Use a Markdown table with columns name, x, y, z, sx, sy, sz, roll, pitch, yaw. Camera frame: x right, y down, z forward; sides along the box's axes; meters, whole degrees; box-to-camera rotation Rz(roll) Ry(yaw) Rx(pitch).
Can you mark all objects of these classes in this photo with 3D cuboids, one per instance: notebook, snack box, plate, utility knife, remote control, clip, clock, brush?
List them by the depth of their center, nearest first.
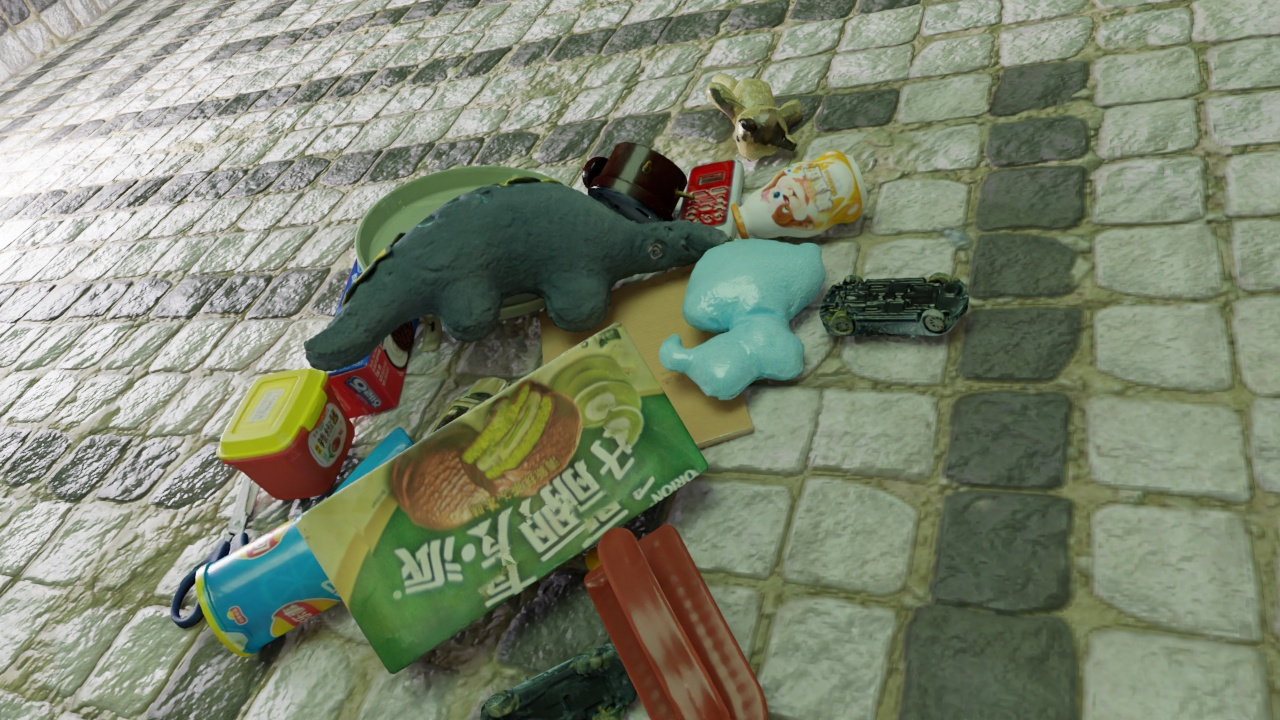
| name | x | y | z | sx | sy | sz | roll | pitch | yaw |
| --- | --- | --- | --- | --- | --- | --- | --- | --- | --- |
| brush | 0.020 | 0.156 | 0.493 | 0.063 | 0.069 | 0.145 | -33 | 48 | 0 |
| snack box | -0.086 | 0.083 | 0.595 | 0.240 | 0.114 | 0.063 | -31 | 2 | -9 |
| utility knife | -0.234 | 0.116 | 0.716 | 0.034 | 0.018 | 0.160 | 16 | 56 | 42 |
| notebook | -0.004 | 0.004 | 0.730 | 0.149 | 0.012 | 0.211 | -18 | 40 | 5 |
| snack box | -0.285 | 0.063 | 0.750 | 0.082 | 0.080 | 0.091 | -8 | 43 | 17 |
| remote control | 0.064 | -0.141 | 0.848 | 0.056 | 0.020 | 0.135 | -6 | 43 | 20 |
| clock | -0.008 | -0.158 | 0.849 | 0.122 | 0.082 | 0.055 | 14 | 75 | 57 |
| snack box | -0.247 | -0.040 | 0.861 | 0.057 | 0.058 | 0.207 | -15 | 41 | 11 |
| plate | -0.151 | -0.113 | 0.867 | 0.230 | 0.028 | 0.229 | 1 | 43 | -1 |
| clip | -0.196 | -0.055 | 0.868 | 0.035 | 0.070 | 0.099 | -11 | 35 | 13 |

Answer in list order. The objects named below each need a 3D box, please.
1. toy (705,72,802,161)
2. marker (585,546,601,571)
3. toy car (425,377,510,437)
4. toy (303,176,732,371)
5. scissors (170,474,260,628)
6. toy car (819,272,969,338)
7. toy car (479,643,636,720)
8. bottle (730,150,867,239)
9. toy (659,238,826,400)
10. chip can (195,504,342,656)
| name | x | y | z | sx | sy | sz | roll | pitch | yaw |
| --- | --- | --- | --- | --- | --- | --- | --- | --- | --- |
| toy | 0.108 | -0.252 | 0.924 | 0.105 | 0.066 | 0.157 | 15 | 31 | -20 |
| marker | 0.010 | 0.149 | 0.562 | 0.124 | 0.015 | 0.018 | 26 | 62 | 40 |
| toy car | -0.134 | 0.046 | 0.730 | 0.042 | 0.035 | 0.090 | 8 | 47 | 31 |
| toy | -0.102 | -0.084 | 0.758 | 0.356 | 0.092 | 0.137 | -14 | 59 | -14 |
| scissors | -0.337 | 0.143 | 0.742 | 0.126 | 0.012 | 0.173 | -35 | 40 | -13 |
| toy car | 0.184 | -0.037 | 0.666 | 0.106 | 0.031 | 0.048 | 0 | 46 | 28 |
| toy car | -0.047 | 0.193 | 0.521 | 0.090 | 0.043 | 0.034 | -26 | 13 | -6 |
| bottle | 0.132 | -0.133 | 0.772 | 0.108 | 0.063 | 0.063 | -20 | 40 | 6 |
| toy | 0.081 | -0.042 | 0.705 | 0.161 | 0.050 | 0.156 | -20 | 52 | -10 |
| chip can | -0.197 | 0.123 | 0.647 | 0.210 | 0.071 | 0.071 | -29 | 40 | -6 |
